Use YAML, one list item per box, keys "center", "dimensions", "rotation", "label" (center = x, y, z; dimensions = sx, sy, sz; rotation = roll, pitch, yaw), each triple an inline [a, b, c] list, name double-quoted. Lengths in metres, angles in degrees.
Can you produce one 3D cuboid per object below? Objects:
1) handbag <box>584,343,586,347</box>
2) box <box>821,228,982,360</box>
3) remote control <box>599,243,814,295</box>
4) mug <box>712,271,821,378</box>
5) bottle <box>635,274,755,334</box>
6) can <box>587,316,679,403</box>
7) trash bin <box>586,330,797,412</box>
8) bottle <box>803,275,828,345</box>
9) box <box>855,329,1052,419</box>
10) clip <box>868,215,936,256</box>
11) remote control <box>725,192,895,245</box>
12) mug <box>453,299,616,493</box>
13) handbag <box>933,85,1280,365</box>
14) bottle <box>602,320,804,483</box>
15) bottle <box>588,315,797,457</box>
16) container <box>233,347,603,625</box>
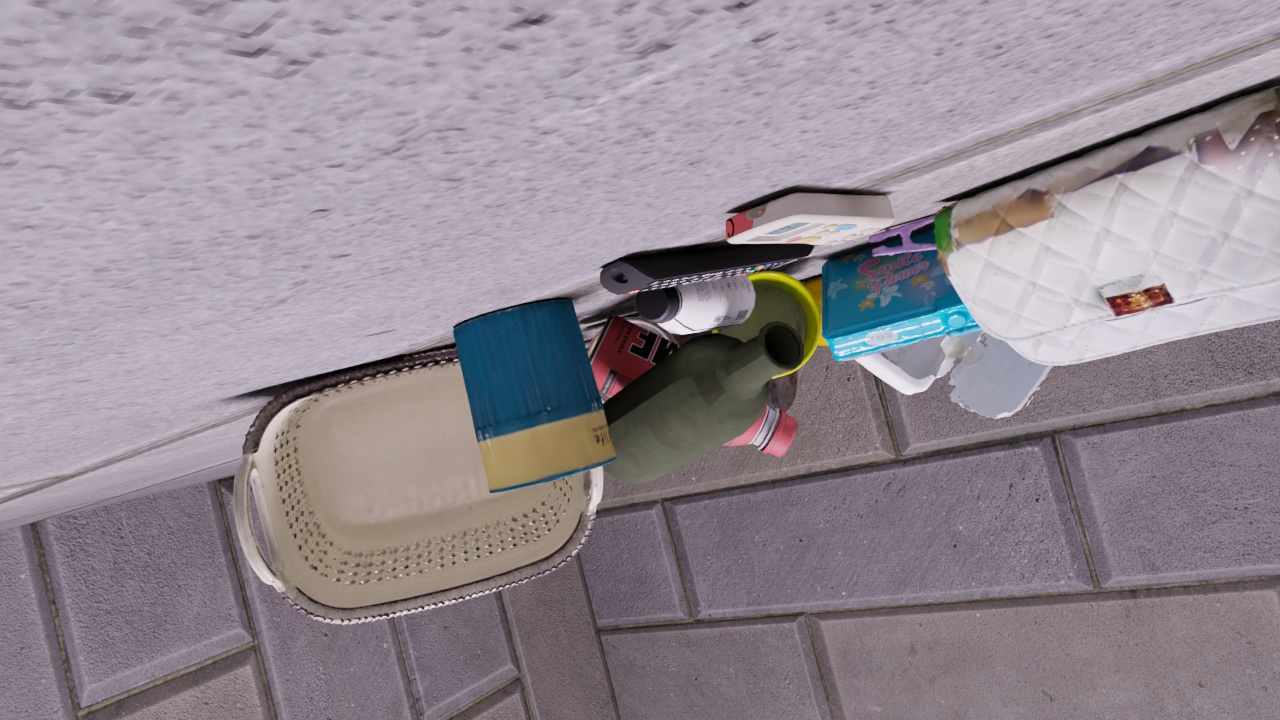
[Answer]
- center: [-0.078, 0.041, 0.853]
  dimensions: [0.081, 0.119, 0.111]
  rotation: [-16, 174, 14]
  label: "handbag"
- center: [0.248, -0.066, 0.687]
  dimensions: [0.227, 0.094, 0.039]
  rotation: [-16, 135, 27]
  label: "box"
- center: [0.042, -0.055, 0.517]
  dimensions: [0.146, 0.015, 0.033]
  rotation: [-13, 177, -39]
  label: "remote control"
- center: [0.099, -0.027, 0.747]
  dimensions: [0.082, 0.082, 0.106]
  rotation: [-15, 179, 4]
  label: "mug"
- center: [0.033, -0.038, 0.571]
  dimensions: [0.041, 0.041, 0.115]
  rotation: [-16, 178, 28]
  label: "bottle"
- center: [-0.005, 0.005, 0.809]
  dimensions: [0.086, 0.086, 0.043]
  rotation: [-15, 178, 4]
  label: "can"
- center: [0.037, 0.020, 0.937]
  dimensions: [0.212, 0.131, 0.130]
  rotation: [-18, 176, 39]
  label: "trash bin"
- center: [0.216, -0.058, 0.908]
  dimensions: [0.163, 0.071, 0.071]
  rotation: [-14, 178, -15]
  label: "bottle"
- center: [0.254, -0.016, 0.760]
  dimensions: [0.111, 0.189, 0.101]
  rotation: [-54, 154, 2]
  label: "box"
- center: [0.186, -0.084, 0.640]
  dimensions: [0.051, 0.033, 0.013]
  rotation: [-14, 179, 14]
  label: "clip"
- center: [0.086, -0.069, 0.450]
  dimensions: [0.038, 0.018, 0.125]
  rotation: [-16, 176, 37]
  label: "remote control"
- center: [-0.071, 0.024, 0.592]
  dimensions: [0.083, 0.107, 0.114]
  rotation: [-16, 178, -11]
  label: "mug"
- center: [0.287, -0.065, 0.530]
  dimensions: [0.195, 0.139, 0.072]
  rotation: [-19, -143, 48]
  label: "handbag"
- center: [0.037, 0.027, 0.624]
  dimensions: [0.071, 0.071, 0.207]
  rotation: [-13, 167, -32]
  label: "bottle"
- center: [0.042, 0.027, 0.746]
  dimensions: [0.176, 0.062, 0.062]
  rotation: [25, 176, -2]
  label: "bottle"
- center: [-0.164, 0.083, 0.704]
  dimensions: [0.251, 0.185, 0.143]
  rotation: [-13, -171, -10]
  label: "container"
